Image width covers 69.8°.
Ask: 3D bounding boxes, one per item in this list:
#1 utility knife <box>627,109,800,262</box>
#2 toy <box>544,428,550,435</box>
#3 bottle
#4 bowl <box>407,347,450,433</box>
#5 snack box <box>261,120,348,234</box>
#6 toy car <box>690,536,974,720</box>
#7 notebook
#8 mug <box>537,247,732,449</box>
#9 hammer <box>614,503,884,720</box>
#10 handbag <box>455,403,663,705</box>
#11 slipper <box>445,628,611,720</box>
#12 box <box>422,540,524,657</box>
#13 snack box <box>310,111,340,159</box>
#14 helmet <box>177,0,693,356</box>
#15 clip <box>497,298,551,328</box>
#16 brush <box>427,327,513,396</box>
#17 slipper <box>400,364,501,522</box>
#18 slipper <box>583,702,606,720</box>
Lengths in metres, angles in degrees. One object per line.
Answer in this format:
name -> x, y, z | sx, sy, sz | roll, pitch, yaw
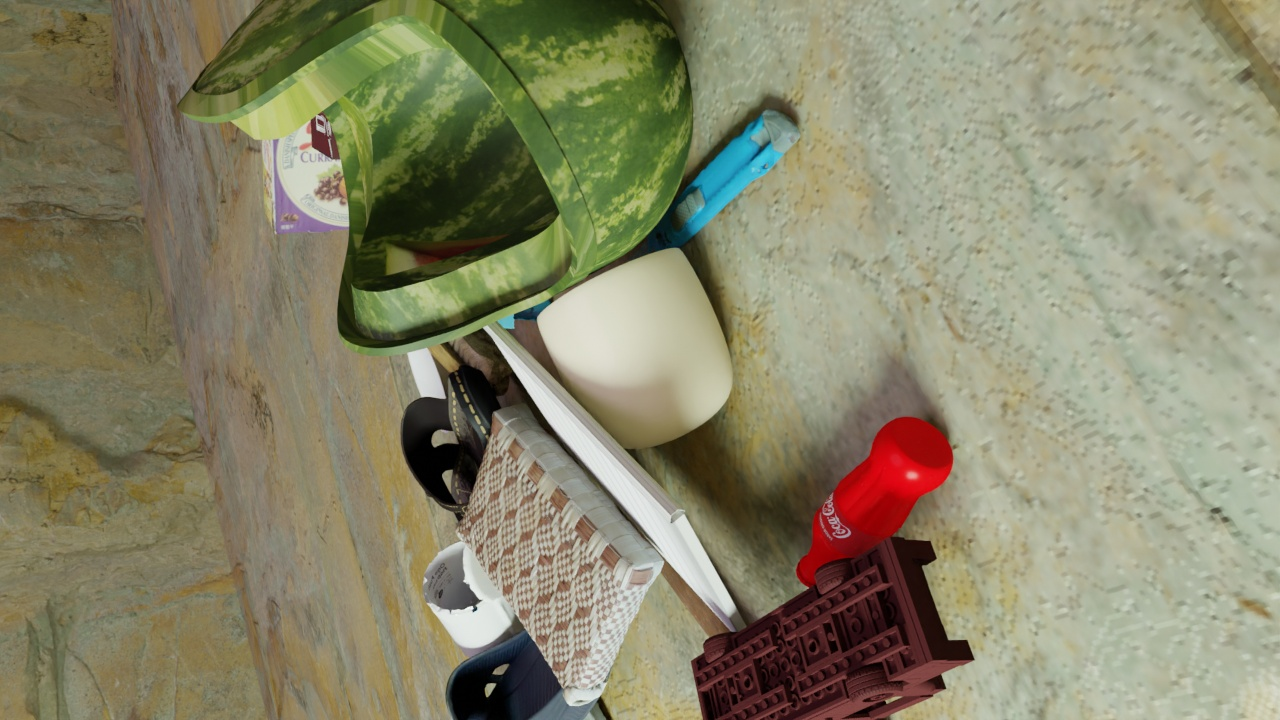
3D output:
utility knife -> 0.029, -0.087, 0.553 | 0.206, 0.015, 0.031 | -41, 60, 54
toy -> -0.078, 0.112, 0.726 | 0.087, 0.067, 0.113 | -142, 37, -64
bottle -> 0.110, 0.077, 0.457 | 0.036, 0.036, 0.119 | 57, 141, 30
bowl -> -0.184, 0.010, 0.870 | 0.110, 0.040, 0.110 | 45, 146, 43
snack box -> -0.279, -0.198, 0.866 | 0.040, 0.143, 0.148 | 44, 133, 44
toy car -> 0.094, 0.149, 0.459 | 0.170, 0.061, 0.070 | -49, 42, 43
notebook -> -0.017, 0.068, 0.552 | 0.210, 0.009, 0.143 | 41, 164, 44
mug -> -0.003, 0.003, 0.552 | 0.120, 0.096, 0.099 | -31, 84, 55
hammer -> 0.037, 0.153, 0.595 | 0.323, 0.033, 0.116 | 51, 134, 37
handbag -> -0.062, 0.129, 0.639 | 0.186, 0.046, 0.124 | 42, 121, 40
slipper -> -0.113, 0.289, 0.756 | 0.269, 0.083, 0.110 | -56, 30, 30
box -> -0.139, 0.191, 0.785 | 0.092, 0.083, 0.166 | 4, 140, 22
snack box -> -0.183, -0.182, 0.728 | 0.051, 0.140, 0.032 | 33, 125, 48
helmet -> -0.093, -0.140, 0.524 | 0.242, 0.247, 0.213 | -86, -21, -48
clip -> -0.107, -0.046, 0.756 | 0.127, 0.113, 0.028 | 21, 117, 60
brush -> -0.170, -0.040, 0.824 | 0.195, 0.059, 0.043 | 49, 127, 33
slipper -> -0.159, 0.094, 0.795 | 0.113, 0.075, 0.268 | 61, 158, 21
slipper -> -0.035, 0.387, 0.750 | 0.098, 0.054, 0.268 | -42, 66, 50
